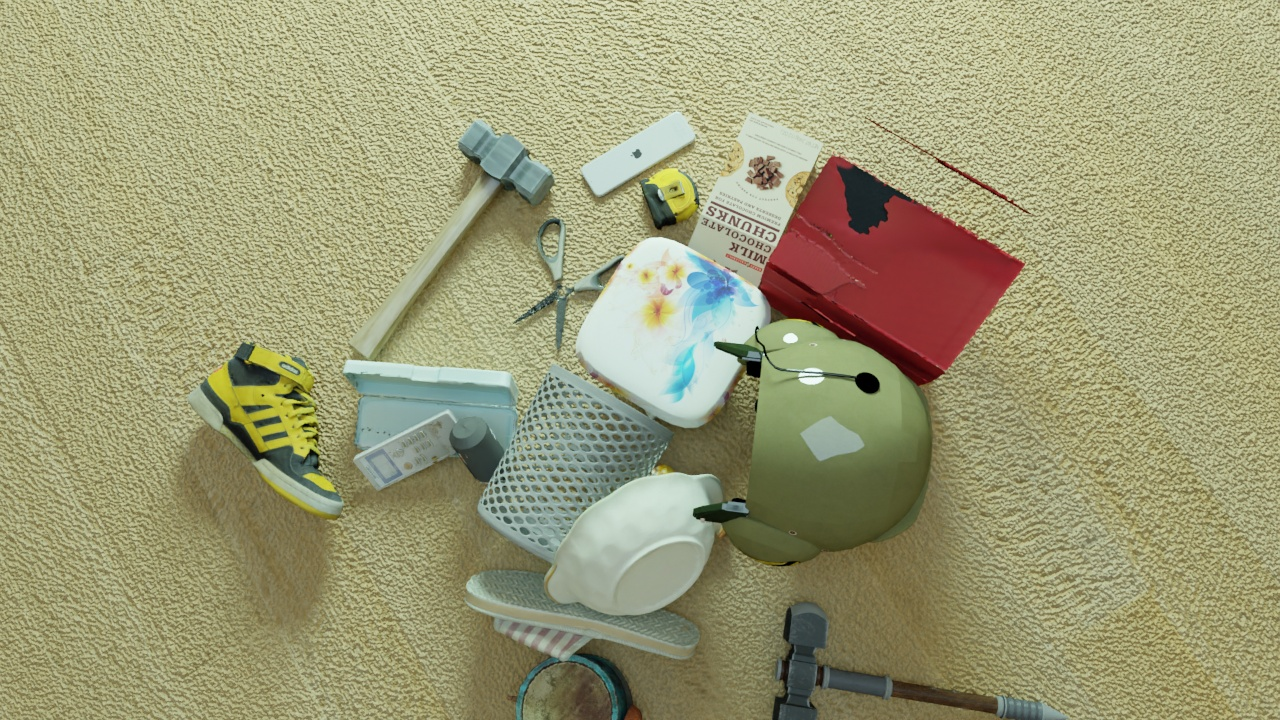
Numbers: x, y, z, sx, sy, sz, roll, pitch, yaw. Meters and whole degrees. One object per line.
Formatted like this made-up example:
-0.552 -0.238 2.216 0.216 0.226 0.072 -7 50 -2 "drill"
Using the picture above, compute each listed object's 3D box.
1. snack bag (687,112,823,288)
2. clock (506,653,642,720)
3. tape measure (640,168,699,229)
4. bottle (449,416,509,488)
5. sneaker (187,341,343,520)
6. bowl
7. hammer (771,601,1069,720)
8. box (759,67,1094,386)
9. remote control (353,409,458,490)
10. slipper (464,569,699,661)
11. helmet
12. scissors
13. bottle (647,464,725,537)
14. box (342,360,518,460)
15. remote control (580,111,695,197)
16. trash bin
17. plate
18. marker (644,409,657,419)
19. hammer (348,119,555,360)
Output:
0.129 -0.174 1.094 0.094 0.070 0.206 25 83 6 "snack bag"
-0.060 0.397 1.009 0.121 0.073 0.157 -44 70 -5 "clock"
0.038 -0.201 1.119 0.064 0.037 0.065 -20 80 0 "tape measure"
-0.179 0.109 1.048 0.047 0.112 0.046 -10 47 11 "bottle"
-0.408 0.072 1.072 0.238 0.086 0.122 38 89 12 "sneaker"
0.007 0.207 0.960 0.219 0.188 0.060 -31 47 -5 "bowl"
0.311 0.368 1.016 0.322 0.043 0.156 9 81 2 "hammer"
0.240 -0.083 0.924 0.211 0.379 0.123 33 67 8 "box"
-0.266 0.106 1.071 0.136 0.011 0.050 -26 113 13 "remote control"
-0.067 0.291 1.014 0.263 0.115 0.052 13 99 3 "slipper"
0.182 0.088 0.945 0.233 0.255 0.250 7 83 6 "helmet"
-0.090 -0.101 1.122 0.170 0.012 0.157 -22 79 -1 "scissors"
0.051 0.164 1.048 0.109 0.063 0.063 27 83 -6 "bottle"
-0.245 0.057 1.077 0.197 0.078 0.122 4 100 5 "box"
-0.003 -0.257 1.145 0.146 0.008 0.045 -31 81 -2 "remote control"
-0.076 0.122 1.017 0.156 0.156 0.183 30 86 7 "trash bin"
0.036 -0.035 1.032 0.187 0.016 0.187 31 83 9 "plate"
-0.006 0.006 1.096 0.027 0.023 0.133 -23 80 -23 "marker"
-0.243 -0.138 1.122 0.117 0.051 0.322 37 87 8 "hammer"
